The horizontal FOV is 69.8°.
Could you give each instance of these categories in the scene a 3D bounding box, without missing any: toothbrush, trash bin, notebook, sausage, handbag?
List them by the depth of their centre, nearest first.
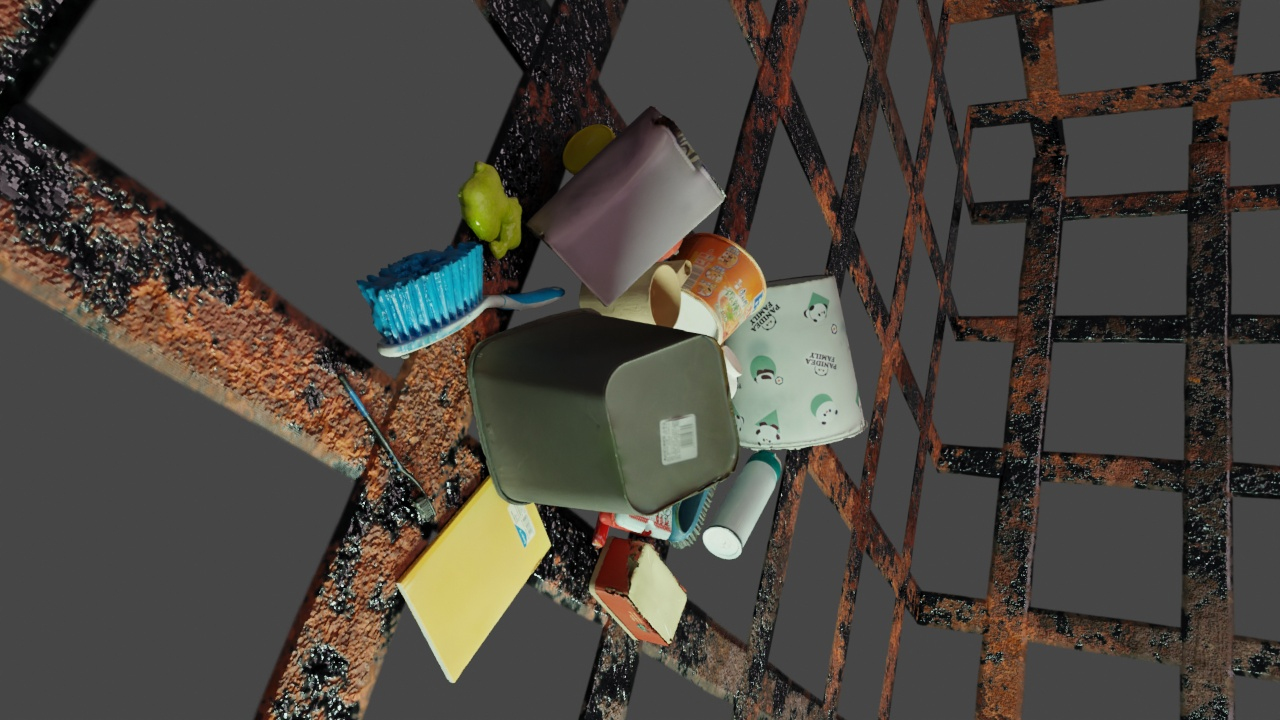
[{"bbox_3d":[-0.237,0.085,0.860,0.016,0.014,0.190,-40,128,-23],"label":"toothbrush"},{"bbox_3d":[-0.032,0.056,0.953,0.198,0.220,0.199,-21,107,-36],"label":"trash bin"},{"bbox_3d":[-0.170,0.217,0.985,0.205,0.010,0.146,-53,134,-46],"label":"notebook"},{"bbox_3d":[-0.020,-0.178,1.056,0.197,0.098,0.145,-43,146,1],"label":"handbag"},{"bbox_3d":[-0.039,0.173,1.201,0.020,0.020,0.155,42,56,-53],"label":"sausage"},{"bbox_3d":[0.241,-0.003,1.495,0.229,0.230,0.252,-20,104,-58],"label":"trash bin"}]

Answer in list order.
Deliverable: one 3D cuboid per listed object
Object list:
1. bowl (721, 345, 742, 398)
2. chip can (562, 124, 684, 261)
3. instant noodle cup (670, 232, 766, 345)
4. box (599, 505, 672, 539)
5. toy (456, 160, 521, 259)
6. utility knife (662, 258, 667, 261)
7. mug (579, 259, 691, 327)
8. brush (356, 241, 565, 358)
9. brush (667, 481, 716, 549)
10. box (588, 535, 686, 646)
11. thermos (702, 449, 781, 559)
[{"bbox_3d":[0.111,0.015,1.360,0.118,0.065,0.118,47,22,-26],"label":"bowl"},{"bbox_3d":[-0.017,-0.208,1.173,0.216,0.073,0.073,43,54,-53],"label":"chip can"},{"bbox_3d":[0.086,-0.088,1.293,0.111,0.152,0.151,-51,134,-35],"label":"instant noodle cup"},{"bbox_3d":[0.004,0.189,1.222,0.201,0.047,0.086,38,59,-64],"label":"box"},{"bbox_3d":[-0.157,-0.157,0.970,0.100,0.031,0.096,2,91,-61],"label":"toy"},{"bbox_3d":[0.014,-0.129,1.270,0.185,0.034,0.018,-60,148,-38],"label":"utility knife"},{"bbox_3d":[-0.005,-0.089,1.165,0.124,0.104,0.084,-56,137,-43],"label":"mug"},{"bbox_3d":[-0.167,-0.072,0.943,0.313,0.061,0.109,-40,131,-56],"label":"brush"},{"bbox_3d":[0.068,0.203,1.355,0.073,0.055,0.143,62,42,-42],"label":"brush"},{"bbox_3d":[0.008,0.311,1.233,0.168,0.077,0.091,59,44,-44],"label":"box"},{"bbox_3d":[0.177,0.235,1.538,0.223,0.073,0.073,-50,132,-48],"label":"thermos"}]
